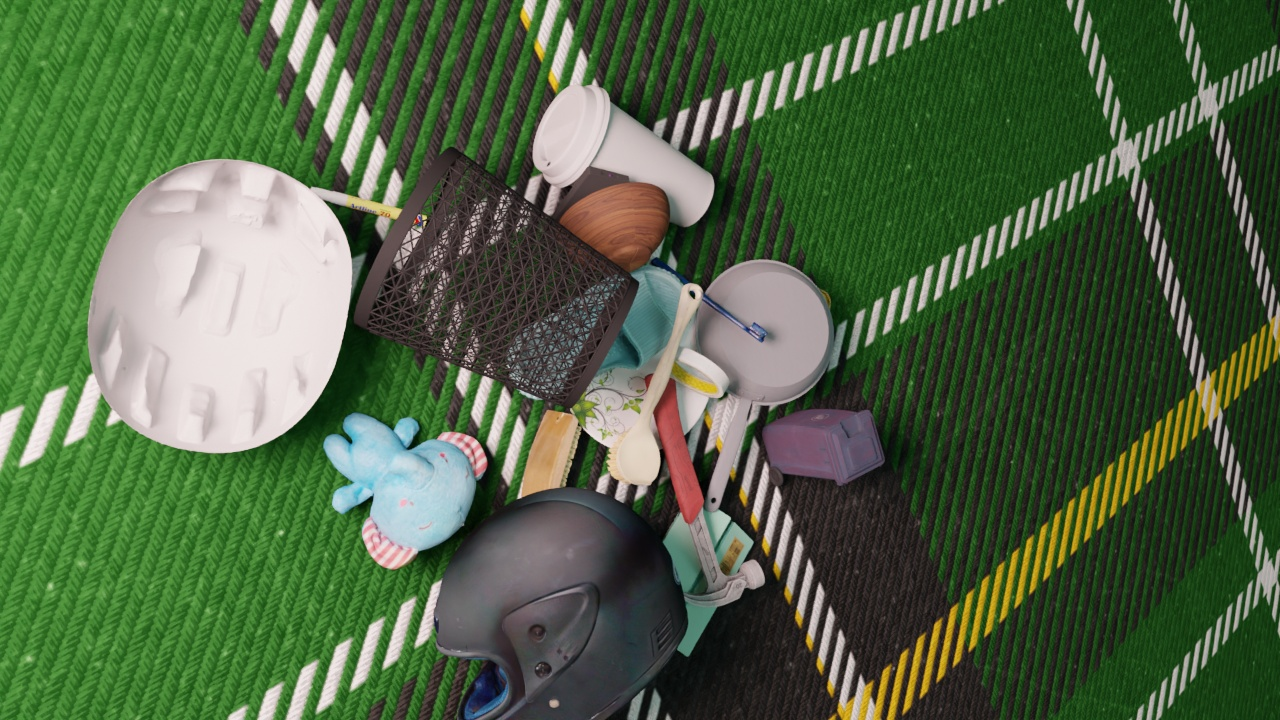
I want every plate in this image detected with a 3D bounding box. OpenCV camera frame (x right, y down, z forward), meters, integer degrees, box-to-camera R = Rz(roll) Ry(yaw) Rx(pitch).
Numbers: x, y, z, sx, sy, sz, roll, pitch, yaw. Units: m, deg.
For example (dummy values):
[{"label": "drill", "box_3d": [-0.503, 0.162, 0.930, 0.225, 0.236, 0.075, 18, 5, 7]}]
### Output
[{"label": "plate", "box_3d": [-0.007, 0.007, 1.213, 0.229, 0.030, 0.229, 1, 88, -28]}]

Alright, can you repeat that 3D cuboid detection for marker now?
[{"label": "marker", "box_3d": [-0.315, -0.178, 1.064, 0.132, 0.014, 0.014, 12, 83, -27]}]

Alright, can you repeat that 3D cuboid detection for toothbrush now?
[{"label": "toothbrush", "box_3d": [0.090, -0.083, 1.210, 0.190, 0.016, 0.017, 37, 91, 20]}]

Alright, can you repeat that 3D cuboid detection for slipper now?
[{"label": "slipper", "box_3d": [-0.042, -0.038, 1.141, 0.275, 0.070, 0.116, -29, 98, -25]}]

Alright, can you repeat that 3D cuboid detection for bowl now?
[{"label": "bowl", "box_3d": [-0.025, -0.149, 1.135, 0.147, 0.148, 0.068, -9, 68, -28]}]

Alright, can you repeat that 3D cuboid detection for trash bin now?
[{"label": "trash bin", "box_3d": [0.252, 0.121, 1.274, 0.093, 0.161, 0.092, -21, 98, -27]}, {"label": "trash bin", "box_3d": [-0.147, -0.075, 1.002, 0.243, 0.217, 0.216, 29, 75, -8]}]

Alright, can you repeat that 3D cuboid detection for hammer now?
[{"label": "hammer", "box_3d": [0.059, 0.168, 1.199, 0.126, 0.036, 0.315, -18, 93, -18]}]

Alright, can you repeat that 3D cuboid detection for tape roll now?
[{"label": "tape roll", "box_3d": [0.069, 0.015, 1.181, 0.094, 0.094, 0.019, 39, 71, -22]}]

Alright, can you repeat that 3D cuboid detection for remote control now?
[{"label": "remote control", "box_3d": [-0.068, -0.189, 1.132, 0.058, 0.134, 0.013, 9, 58, -30]}]

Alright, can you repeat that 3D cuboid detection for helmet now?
[{"label": "helmet", "box_3d": [-0.115, 0.283, 1.039, 0.316, 0.249, 0.236, -38, 96, 2]}, {"label": "helmet", "box_3d": [-0.411, -0.050, 0.912, 0.224, 0.184, 0.282, 8, 78, -22]}]

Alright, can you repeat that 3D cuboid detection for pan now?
[{"label": "pan", "box_3d": [0.151, 0.034, 1.239, 0.200, 0.051, 0.356, 19, 82, -11]}]

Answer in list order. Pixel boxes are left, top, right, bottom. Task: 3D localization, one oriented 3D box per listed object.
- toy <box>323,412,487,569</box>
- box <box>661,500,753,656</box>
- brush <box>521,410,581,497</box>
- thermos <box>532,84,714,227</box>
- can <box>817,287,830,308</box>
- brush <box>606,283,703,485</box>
[{"label": "toy", "box_3d": [-0.268, 0.128, 1.035, 0.180, 0.115, 0.183, 43, 60, -8]}, {"label": "box", "box_3d": [0.071, 0.291, 1.241, 0.138, 0.057, 0.186, 37, 73, -16]}, {"label": "brush", "box_3d": [-0.110, 0.123, 1.147, 0.039, 0.049, 0.117, 30, 72, -48]}, {"label": "thermos", "box_3d": [-0.015, -0.250, 1.172, 0.221, 0.132, 0.131, 21, 79, -34]}, {"label": "can", "box_3d": [0.216, -0.084, 1.319, 0.099, 0.059, 0.054, 21, 78, -26]}, {"label": "brush", "box_3d": [0.023, 0.033, 1.135, 0.062, 0.077, 0.272, 7, 108, -38]}]
